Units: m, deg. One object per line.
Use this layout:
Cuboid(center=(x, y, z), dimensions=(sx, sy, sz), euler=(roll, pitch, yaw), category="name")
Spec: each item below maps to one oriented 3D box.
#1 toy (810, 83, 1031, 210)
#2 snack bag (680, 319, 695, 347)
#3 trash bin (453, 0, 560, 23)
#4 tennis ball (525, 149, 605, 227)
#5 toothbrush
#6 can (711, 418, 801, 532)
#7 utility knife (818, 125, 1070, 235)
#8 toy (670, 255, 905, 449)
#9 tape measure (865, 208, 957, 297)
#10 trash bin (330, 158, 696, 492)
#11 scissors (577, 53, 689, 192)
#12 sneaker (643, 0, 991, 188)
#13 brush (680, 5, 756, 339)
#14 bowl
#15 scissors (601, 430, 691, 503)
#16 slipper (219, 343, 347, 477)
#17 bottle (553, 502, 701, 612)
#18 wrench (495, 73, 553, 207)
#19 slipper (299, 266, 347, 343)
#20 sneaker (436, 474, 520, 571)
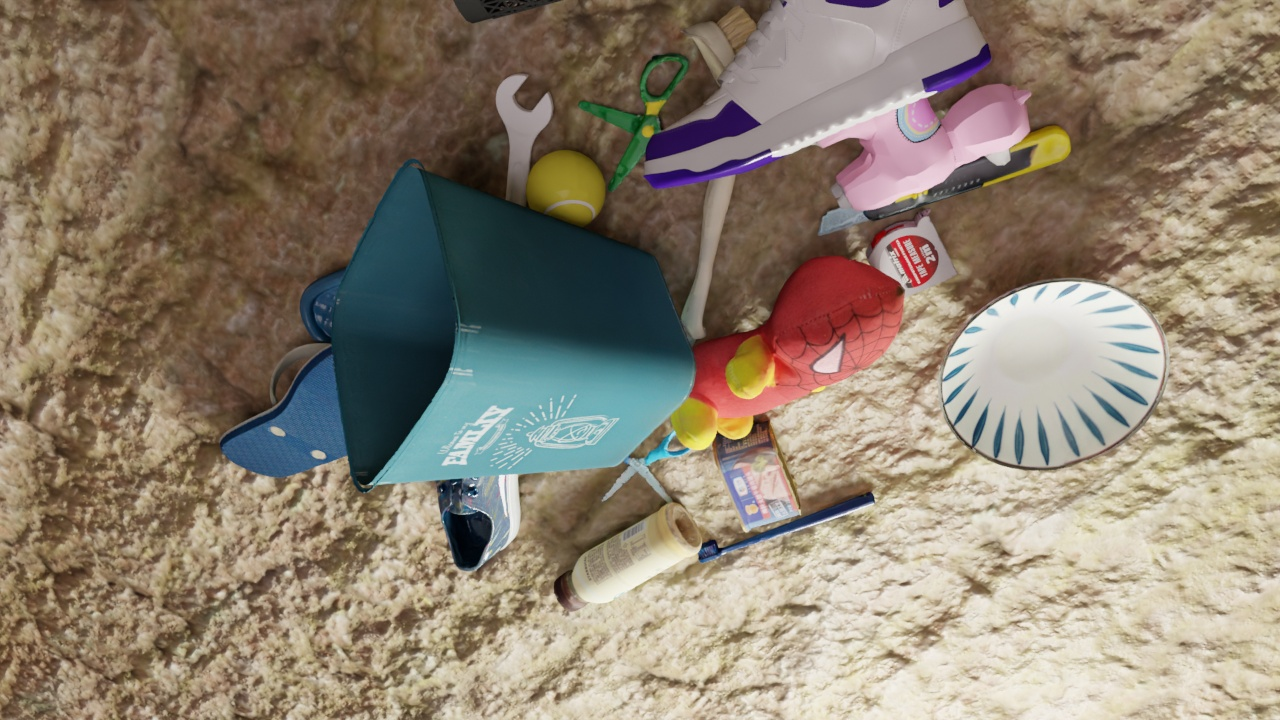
Cuboid(center=(0.209, -0.180, 0.699), dimensions=(0.158, 0.067, 0.123), euler=(-27, 109, 14), category="toy")
Cuboid(center=(-0.005, 0.005, 0.839), dimensions=(0.077, 0.036, 0.116), euler=(24, 118, -5), category="snack bag")
Cuboid(center=(-0.006, -0.341, 0.570), dimensions=(0.243, 0.216, 0.217), euler=(-7, 117, 3), category="trash bin")
Cuboid(center=(-0.061, -0.139, 0.753), dimensions=(0.065, 0.065, 0.065), euler=(3, 118, 6), category="tennis ball")
Cuboid(center=(0.141, 0.166, 0.916), dimensions=(0.190, 0.016, 0.017), euler=(-23, 106, 18), category="toothbrush")
Cuboid(center=(0.112, 0.109, 0.870), dimensions=(0.059, 0.053, 0.100), euler=(-17, 114, 13), category="can")
Cuboid(center=(0.240, -0.141, 0.742), dimensions=(0.203, 0.020, 0.029), euler=(-18, 112, 17), category="utility knife")
Cuboid(center=(0.122, -0.009, 0.770), dimensions=(0.217, 0.147, 0.099), euler=(-37, 82, 25), category="toy")
Cuboid(center=(0.226, -0.087, 0.769), dimensions=(0.062, 0.020, 0.060), euler=(-27, 111, 20), category="tape measure")
Cuboid(center=(-0.097, -0.013, 0.714), dimensions=(0.218, 0.199, 0.197), euler=(8, 140, -37), category="trash bin")
Cuboid(center=(0.011, -0.187, 0.750), dimensions=(0.131, 0.011, 0.126), euler=(30, 116, -9), category="scissors")
Cuboid(center=(0.102, -0.203, 0.628), dimensions=(0.244, 0.091, 0.111), euler=(-20, 96, 13), category="sneaker")
Cuboid(center=(0.060, -0.140, 0.737), dimensions=(0.077, 0.062, 0.273), euler=(4, 118, -2), category="brush")
Cuboid(center=(0.337, 0.001, 0.774), dimensions=(0.177, 0.070, 0.177), euler=(3, 118, 6), category="bowl")
Cuboid(center=(-0.006, 0.096, 0.902), dimensions=(0.133, 0.014, 0.128), euler=(32, 121, -14), category="scissors")
Cuboid(center=(-0.297, 0.040, 0.877), dimensions=(0.296, 0.060, 0.118), euler=(-27, 129, 34), category="slipper")
Cuboid(center=(-0.017, 0.205, 0.934), dimensions=(0.162, 0.056, 0.056), euler=(-34, 109, 22), category="bottle")
Cuboid(center=(-0.112, -0.112, 0.806), dimensions=(0.047, 0.009, 0.274), euler=(11, 118, 2), category="wrench")
Cuboid(center=(-0.214, -0.052, 0.823), dimensions=(0.214, 0.059, 0.104), euler=(-16, 115, 19), category="slipper")
Cuboid(center=(-0.163, 0.101, 0.882), dimensions=(0.087, 0.079, 0.236), euler=(2, 118, 12), category="sneaker")
